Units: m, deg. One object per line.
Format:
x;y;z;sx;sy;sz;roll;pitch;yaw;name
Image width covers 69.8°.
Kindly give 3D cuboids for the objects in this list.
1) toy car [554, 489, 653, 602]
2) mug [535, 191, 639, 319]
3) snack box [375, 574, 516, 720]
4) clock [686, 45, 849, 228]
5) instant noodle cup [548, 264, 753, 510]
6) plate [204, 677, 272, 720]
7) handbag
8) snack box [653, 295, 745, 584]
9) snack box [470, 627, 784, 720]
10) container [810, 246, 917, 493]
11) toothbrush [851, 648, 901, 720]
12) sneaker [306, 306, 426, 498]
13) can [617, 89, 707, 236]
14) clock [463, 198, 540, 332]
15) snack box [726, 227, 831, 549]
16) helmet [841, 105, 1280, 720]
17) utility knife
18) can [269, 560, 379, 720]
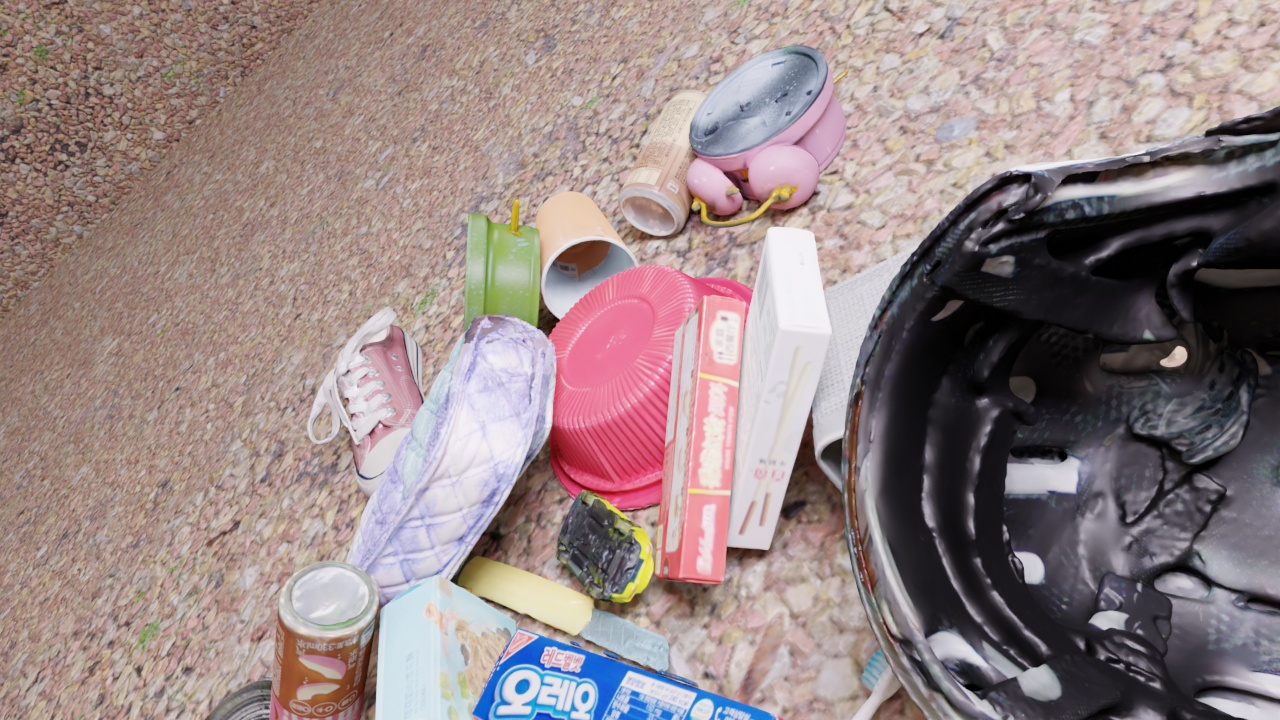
-0.021;0.114;0.564;0.105;0.032;0.048;20;86;64;toy car
-0.050;-0.090;0.757;0.078;0.078;0.122;-38;32;10;mug
-0.107;0.214;0.521;0.052;0.074;0.174;-33;39;15;snack box
0.093;-0.164;0.700;0.117;0.060;0.158;2;56;43;clock
-0.004;0.004;0.629;0.194;0.066;0.193;-24;42;24;instant noodle cup
-0.287;0.313;0.641;0.180;0.024;0.179;-26;43;26;plate
-0.126;0.076;0.607;0.194;0.075;0.134;-53;21;33;handbag
0.032;0.047;0.514;0.075;0.025;0.152;128;149;-74;snack box
-0.004;0.181;0.443;0.208;0.058;0.057;-6;50;51;snack box
0.138;0.012;0.471;0.090;0.090;0.114;-26;38;22;container
0.053;0.221;0.404;0.224;0.026;0.027;-51;32;-8;toothbrush
-0.233;0.030;0.800;0.118;0.088;0.240;-38;37;9;sneaker
0.028;-0.163;0.759;0.059;0.058;0.116;0;56;43;can
-0.110;-0.039;0.722;0.116;0.056;0.161;167;105;-80;clock
0.067;0.018;0.484;0.027;0.157;0.084;5;40;-2;snack box
0.214;0.042;0.305;0.275;0.156;0.230;-1;87;29;helmet
-0.058;0.154;0.578;0.221;0.022;0.030;1;57;51;utility knife
-0.202;0.194;0.580;0.057;0.058;0.148;-108;30;-50;can
